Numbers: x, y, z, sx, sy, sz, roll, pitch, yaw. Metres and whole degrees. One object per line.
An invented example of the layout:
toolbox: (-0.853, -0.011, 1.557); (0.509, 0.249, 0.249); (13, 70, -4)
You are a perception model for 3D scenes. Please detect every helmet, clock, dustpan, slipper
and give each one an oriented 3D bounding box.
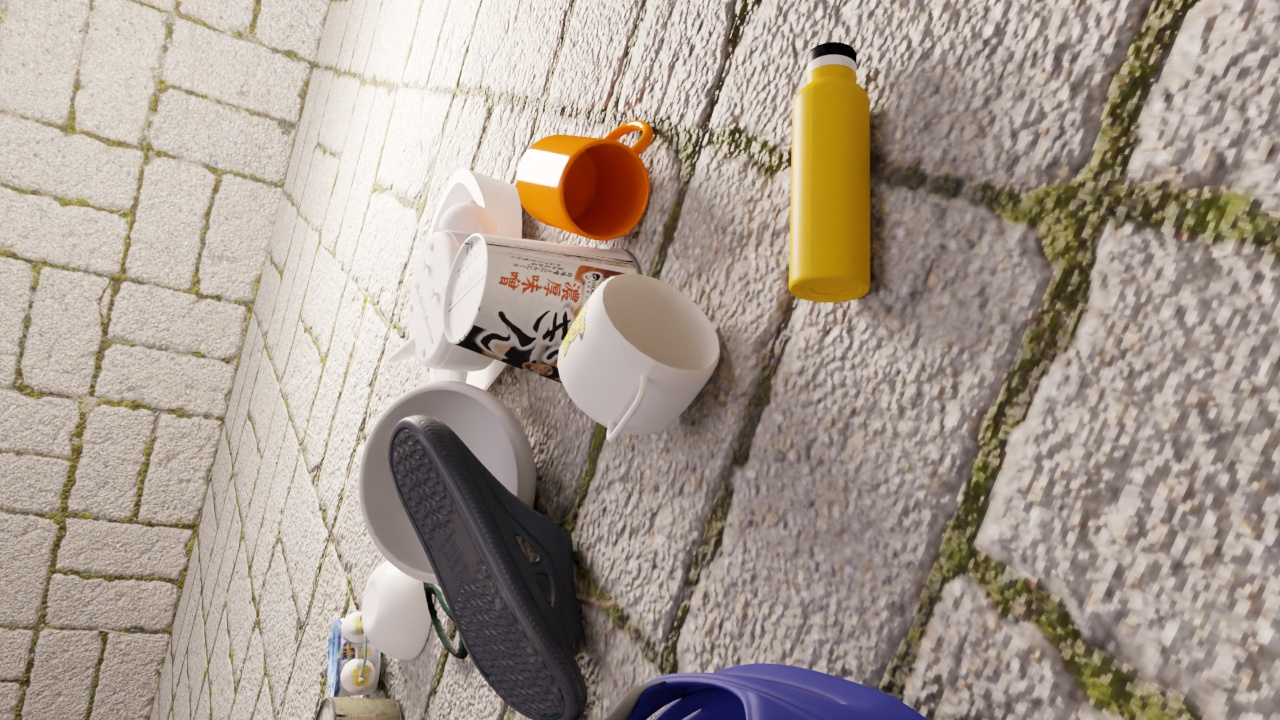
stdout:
helmet: (0.022, 0.205, 0.358); (0.242, 0.227, 0.147); (-4, 84, 56)
clock: (-0.323, 0.334, 1.038); (0.126, 0.052, 0.088); (133, 136, -55)
clock: (-0.173, -0.056, 0.833); (0.161, 0.072, 0.125); (-62, 38, 34)
dustpan: (-0.185, -0.075, 0.945); (0.192, 0.053, 0.257); (-44, 39, 48)
slipper: (-0.109, 0.155, 0.723); (0.268, 0.083, 0.111); (57, 136, 18)

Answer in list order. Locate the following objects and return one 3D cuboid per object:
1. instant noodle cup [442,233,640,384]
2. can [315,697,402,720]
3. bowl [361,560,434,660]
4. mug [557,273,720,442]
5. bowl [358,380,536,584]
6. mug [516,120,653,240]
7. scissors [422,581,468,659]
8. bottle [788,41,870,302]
instant noodle cup: (-0.082, -0.043, 0.721); (0.124, 0.121, 0.123); (-29, 56, 52)
can: (-0.298, 0.402, 0.966); (0.090, 0.074, 0.089); (-32, 52, 52)
bowl: (-0.266, 0.262, 0.985); (0.115, 0.050, 0.114); (-29, 56, 52)
mug: (-0.004, 0.003, 0.594); (0.068, 0.094, 0.115); (-55, 15, 36)
bowl: (-0.163, 0.108, 0.824); (0.177, 0.066, 0.176); (-3, 83, 23)
mug: (-0.037, -0.155, 0.747); (0.112, 0.077, 0.096); (-49, 31, -7)
scissors: (-0.209, 0.221, 0.917); (0.210, 0.015, 0.137); (1, 91, 54)
bottle: (0.106, -0.107, 0.511); (0.043, 0.043, 0.143); (-19, 63, 56)
